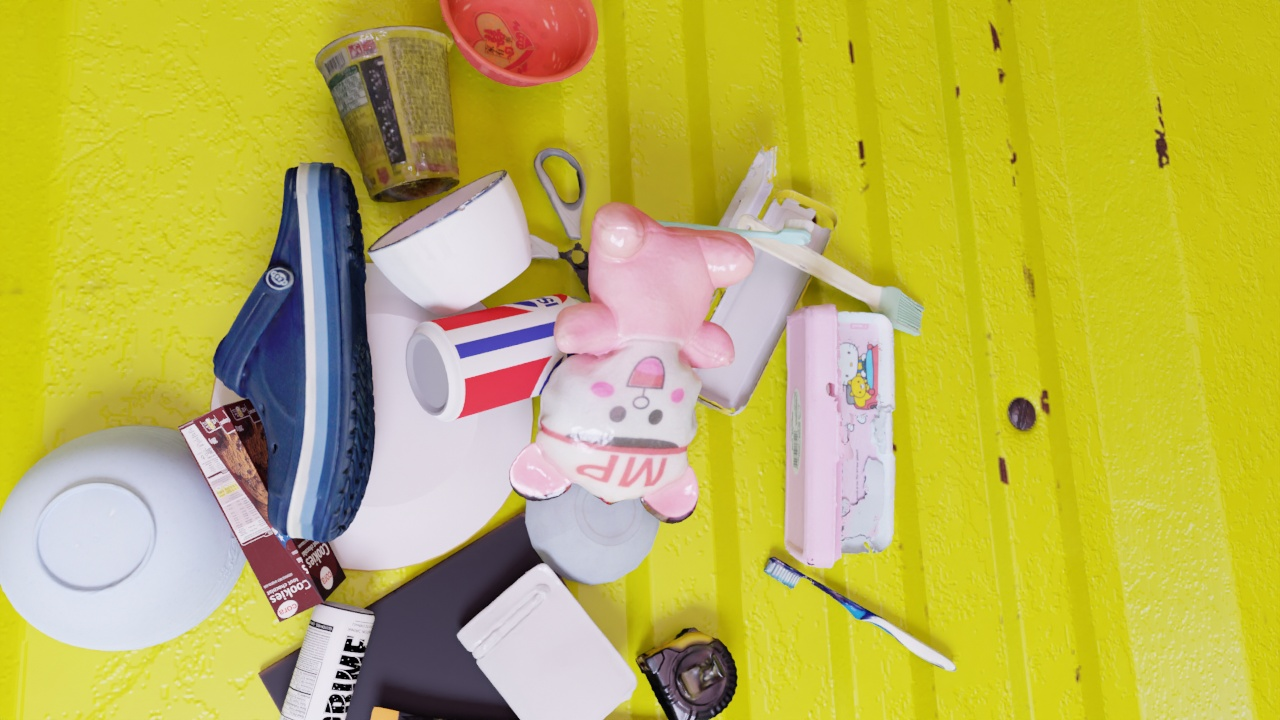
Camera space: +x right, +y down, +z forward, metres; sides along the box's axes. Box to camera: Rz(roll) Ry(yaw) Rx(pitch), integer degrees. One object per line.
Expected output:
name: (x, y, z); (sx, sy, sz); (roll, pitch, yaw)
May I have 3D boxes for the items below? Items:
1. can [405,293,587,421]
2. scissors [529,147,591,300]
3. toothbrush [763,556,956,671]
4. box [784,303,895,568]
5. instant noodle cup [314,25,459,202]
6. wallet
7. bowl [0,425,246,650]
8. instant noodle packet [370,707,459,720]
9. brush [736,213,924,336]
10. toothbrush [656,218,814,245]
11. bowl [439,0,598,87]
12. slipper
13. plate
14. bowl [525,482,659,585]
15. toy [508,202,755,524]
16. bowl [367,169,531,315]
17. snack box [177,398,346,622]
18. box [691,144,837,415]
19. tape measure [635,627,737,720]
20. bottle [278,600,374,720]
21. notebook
can: (-0.096, -0.005, 0.662); (0.131, 0.070, 0.070); (-16, 84, -39)
scissors: (-0.065, -0.095, 0.729); (0.169, 0.013, 0.157); (1, 79, -9)
toothbrush: (0.181, 0.210, 0.748); (0.189, 0.016, 0.017); (31, 82, -8)
box: (0.168, 0.058, 0.727); (0.103, 0.101, 0.201); (1, 88, -7)
instant noodle cup: (-0.178, -0.179, 0.682); (0.102, 0.102, 0.108); (-13, 92, -18)
wallet: (-0.066, 0.212, 0.654); (0.086, 0.032, 0.116); (-34, 81, -16)
bowl: (-0.333, 0.111, 0.580); (0.150, 0.075, 0.150); (2, 80, -13)
instant noodle packet: (-0.086, 0.332, 0.629); (0.220, 0.032, 0.159); (12, 75, -19)
brush: (0.163, -0.071, 0.766); (0.217, 0.012, 0.033); (23, 71, -30)
toothbrush: (0.047, -0.103, 0.710); (0.181, 0.016, 0.016); (7, 60, 30)
bowl: (-0.101, -0.268, 0.736); (0.130, 0.045, 0.130); (9, 69, -23)
slipper: (-0.226, -0.007, 0.603); (0.095, 0.105, 0.252); (-1, 77, -11)
plate: (-0.190, 0.037, 0.669); (0.229, 0.021, 0.229); (3, 78, -16)
bowl: (-0.030, 0.113, 0.686); (0.106, 0.039, 0.106); (6, 74, -20)
toy: (-0.004, 0.004, 0.638); (0.141, 0.084, 0.213); (10, 94, -27)
bowl: (-0.130, -0.081, 0.660); (0.116, 0.116, 0.066); (-37, 111, -20)
snack box: (-0.248, 0.097, 0.609); (0.032, 0.051, 0.141); (-25, 95, 0)
box: (0.090, -0.066, 0.740); (0.084, 0.080, 0.210); (26, 73, 10)
tape measure: (0.041, 0.237, 0.686); (0.062, 0.038, 0.067); (-24, 80, -23)
bottle: (-0.212, 0.221, 0.606); (0.041, 0.041, 0.116); (17, 75, -13)
notebook: (-0.138, 0.224, 0.655); (0.208, 0.008, 0.141); (-30, 89, -19)
